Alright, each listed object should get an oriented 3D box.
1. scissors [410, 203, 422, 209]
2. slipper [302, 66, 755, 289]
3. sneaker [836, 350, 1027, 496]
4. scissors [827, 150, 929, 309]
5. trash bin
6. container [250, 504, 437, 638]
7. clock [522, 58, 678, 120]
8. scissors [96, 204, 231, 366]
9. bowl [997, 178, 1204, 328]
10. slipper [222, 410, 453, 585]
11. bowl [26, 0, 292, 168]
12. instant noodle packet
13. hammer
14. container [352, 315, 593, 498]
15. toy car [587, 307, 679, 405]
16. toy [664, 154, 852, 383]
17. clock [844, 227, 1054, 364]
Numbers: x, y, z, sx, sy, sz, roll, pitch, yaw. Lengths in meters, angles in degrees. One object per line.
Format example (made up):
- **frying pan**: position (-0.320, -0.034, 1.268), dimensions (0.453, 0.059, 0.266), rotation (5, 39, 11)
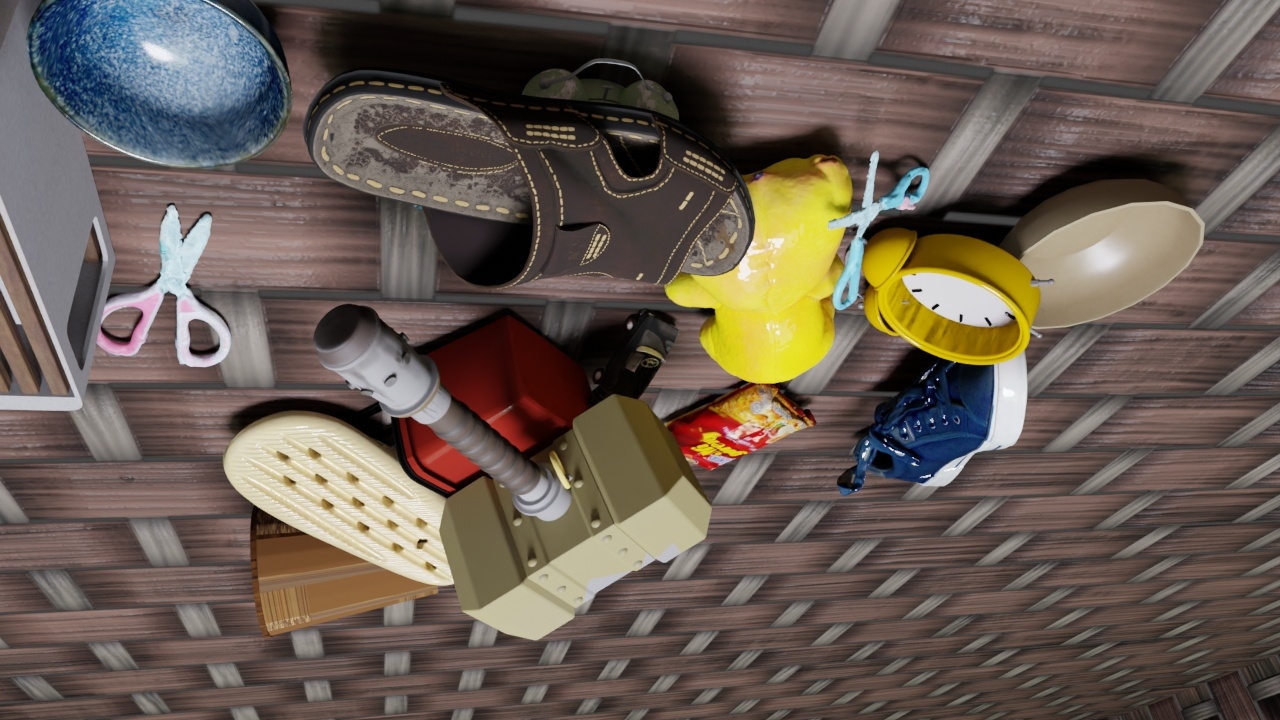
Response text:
- **scissors**: position (-0.110, -0.107, 0.600), dimensions (0.142, 0.019, 0.128), rotation (-1, 152, -1)
- **slipper**: position (-0.049, -0.088, 0.513), dimensions (0.267, 0.075, 0.113), rotation (11, 142, -25)
- **sneaker**: position (0.258, 0.054, 0.847), dimensions (0.127, 0.120, 0.295), rotation (3, 158, -1)
- **scissors**: position (0.155, -0.087, 0.626), dimensions (0.134, 0.015, 0.134), rotation (-17, 133, -43)
- **trash bin**: position (-0.372, -0.083, 0.487), dimensions (0.114, 0.114, 0.229), rotation (3, 145, -17)
- **container**: position (-0.297, 0.200, 0.935), dimensions (0.167, 0.132, 0.132), rotation (-6, 147, -15)
- **clock**: position (-0.030, -0.133, 0.559), dimensions (0.094, 0.042, 0.120), rotation (2, 146, -18)
- **scissors**: position (-0.317, -0.048, 0.651), dimensions (0.103, 0.016, 0.179), rotation (19, 134, -35)
- **bowl**: position (0.342, -0.089, 0.708), dimensions (0.152, 0.050, 0.152), rotation (-6, 148, -4)
- **slipper**: position (-0.251, 0.119, 0.853), dimensions (0.111, 0.079, 0.261), rotation (-43, 119, 13)
- **bowl**: position (-0.232, -0.157, 0.458), dimensions (0.114, 0.060, 0.114), rotation (-5, 147, -3)
- **instant noodle packet**: position (0.094, 0.064, 0.895), dimensions (0.136, 0.039, 0.098), rotation (-27, 150, 24)
- **hammer**: position (-0.098, 0.063, 0.610), dimensions (0.190, 0.100, 0.325), rotation (-32, 142, 5)
- **container**: position (-0.149, 0.062, 0.764), dimensions (0.201, 0.127, 0.148), rotation (-30, 142, 18)
- **toy car**: position (-0.005, 0.004, 0.755), dimensions (0.040, 0.037, 0.092), rotation (25, 101, -39)
- **toy**: position (0.083, -0.058, 0.659), dimensions (0.134, 0.087, 0.194), rotation (-7, 145, 5)
- **clock**: position (0.228, -0.050, 0.700), dimensions (0.152, 0.052, 0.114), rotation (20, 155, 26)
